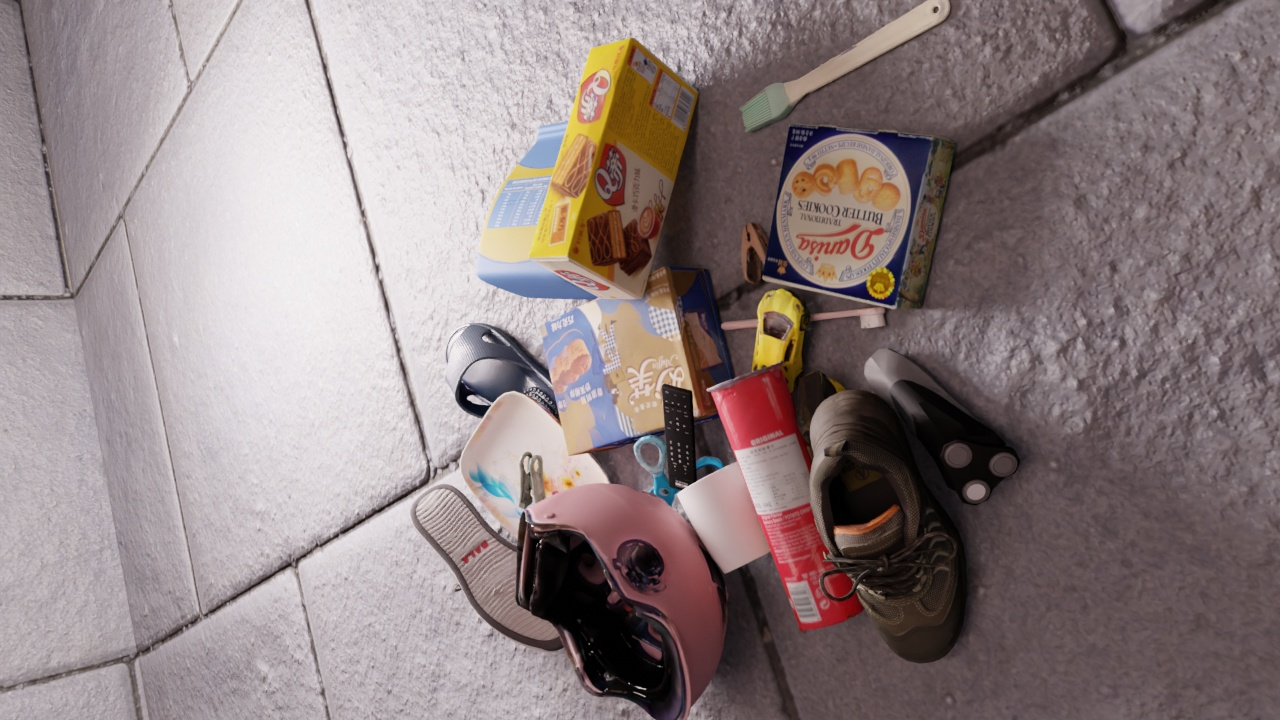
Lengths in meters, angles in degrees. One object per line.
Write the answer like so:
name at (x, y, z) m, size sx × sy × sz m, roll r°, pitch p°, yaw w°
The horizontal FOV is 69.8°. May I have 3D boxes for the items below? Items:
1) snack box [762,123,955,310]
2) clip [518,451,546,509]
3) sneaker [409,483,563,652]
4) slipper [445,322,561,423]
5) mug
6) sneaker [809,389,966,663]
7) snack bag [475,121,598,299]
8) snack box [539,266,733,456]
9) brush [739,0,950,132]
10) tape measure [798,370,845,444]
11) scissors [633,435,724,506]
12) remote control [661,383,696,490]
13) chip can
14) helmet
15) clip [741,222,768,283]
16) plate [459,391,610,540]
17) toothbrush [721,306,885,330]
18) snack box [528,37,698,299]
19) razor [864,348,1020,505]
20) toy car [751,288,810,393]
snack box at (0.186, -0.127, 0.800) m, size 0.144 × 0.042 × 0.145 m, roll 19°, pitch 105°, yaw 43°
clip at (-0.134, 0.142, 1.084) m, size 0.049 × 0.023 × 0.078 m, roll 1°, pitch 112°, yaw 31°
sneaker at (-0.187, 0.277, 1.165) m, size 0.263 × 0.096 × 0.129 m, roll 40°, pitch 157°, yaw 19°
slipper at (-0.183, 0.028, 1.144) m, size 0.264 × 0.082 × 0.101 m, roll 31°, pitch 112°, yaw 38°
mug at (0.105, 0.143, 0.884) m, size 0.114 × 0.081 × 0.087 m, roll -29°, pitch 77°, yaw 9°
sneaker at (0.196, 0.148, 0.712) m, size 0.101 × 0.142 × 0.238 m, roll -20°, pitch 99°, yaw 21°
snack bag at (-0.087, -0.177, 1.034) m, size 0.159 × 0.102 × 0.205 m, roll 5°, pitch 80°, yaw 44°
snack box at (-0.006, 0.006, 0.977) m, size 0.203 × 0.069 × 0.155 m, roll -21°, pitch 80°, yaw 43°
brush at (0.177, -0.263, 0.822) m, size 0.218 × 0.012 × 0.033 m, roll -21°, pitch 78°, yaw 41°
tape measure at (0.169, 0.049, 0.814) m, size 0.037 × 0.064 × 0.065 m, roll -24°, pitch 43°, yaw 35°
scissors at (0.038, 0.135, 0.965) m, size 0.114 × 0.013 × 0.141 m, roll 6°, pitch 126°, yaw 7°
remote control at (0.039, 0.079, 0.901) m, size 0.030 × 0.009 × 0.140 m, roll 14°, pitch 134°, yaw 22°
chip can at (0.134, 0.121, 0.825) m, size 0.073 × 0.073 × 0.233 m, roll -24°, pitch 86°, yaw 43°
helmet at (-0.008, 0.234, 0.930) m, size 0.255 × 0.152 × 0.231 m, roll 37°, pitch 139°, yaw 30°
clip at (0.110, -0.102, 0.890) m, size 0.040 × 0.024 × 0.060 m, roll -43°, pitch 54°, yaw 34°
plate at (-0.126, 0.140, 1.103) m, size 0.187 × 0.016 × 0.187 m, roll 44°, pitch 126°, yaw 9°
toothbrush at (0.148, -0.035, 0.863) m, size 0.182 × 0.015 × 0.018 m, roll -2°, pitch 97°, yaw 44°
snack box at (-0.024, -0.186, 0.905) m, size 0.062 × 0.110 × 0.230 m, roll 5°, pitch 76°, yaw 44°
razor at (0.239, 0.046, 0.756) m, size 0.057 × 0.060 × 0.156 m, roll -52°, pitch 38°, yaw 20°
toy car at (0.129, -0.017, 0.857) m, size 0.049 × 0.030 × 0.107 m, roll 22°, pitch 123°, yaw 35°
